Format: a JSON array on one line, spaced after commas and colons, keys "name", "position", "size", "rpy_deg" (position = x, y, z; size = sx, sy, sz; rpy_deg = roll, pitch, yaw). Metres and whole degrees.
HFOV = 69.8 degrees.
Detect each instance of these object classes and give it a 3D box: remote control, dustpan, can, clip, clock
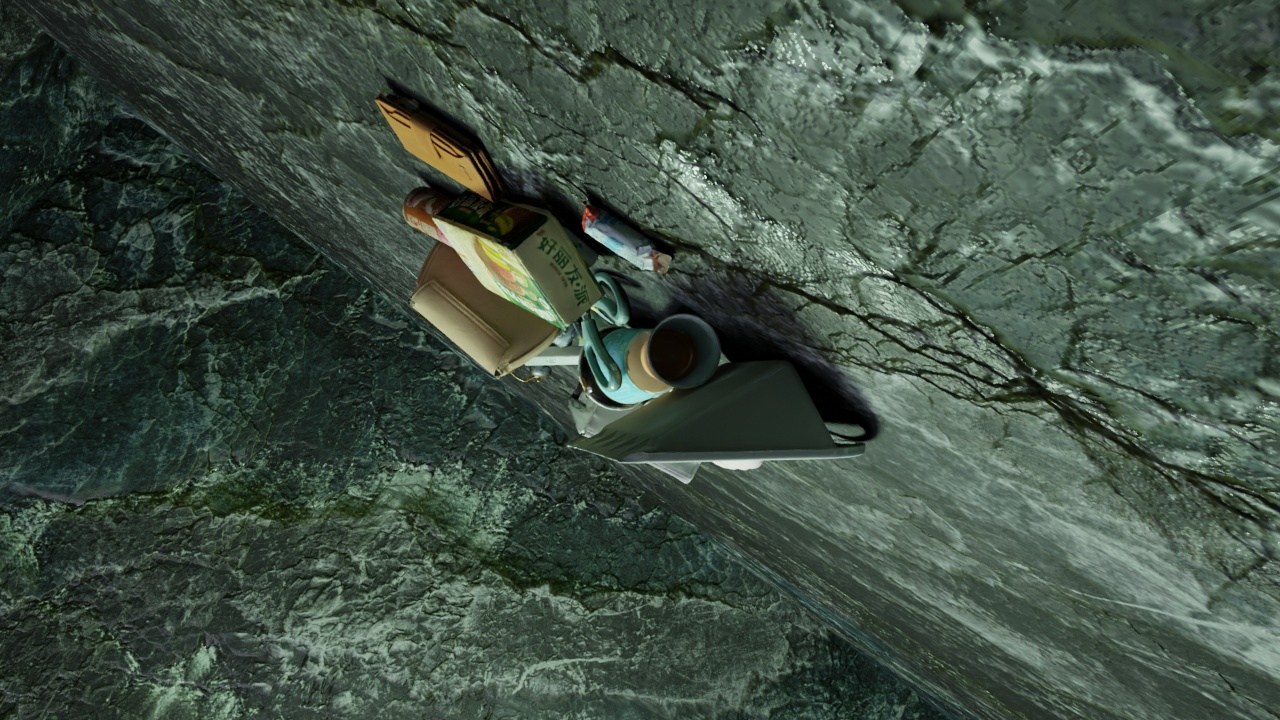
[{"name": "remote control", "position": [-0.088, -0.121, 1.048], "size": [0.056, 0.020, 0.136], "rpy_deg": [39, 168, -14]}, {"name": "dustpan", "position": [0.090, 0.091, 0.945], "size": [0.142, 0.257, 0.223], "rpy_deg": [62, 165, -7]}, {"name": "can", "position": [-0.246, -0.180, 1.191], "size": [0.147, 0.058, 0.058], "rpy_deg": [28, 166, 37]}, {"name": "remote control", "position": [-0.106, -0.008, 1.365], "size": [0.135, 0.019, 0.056], "rpy_deg": [-2, 167, -6]}, {"name": "clip", "position": [0.030, 0.046, 1.174], "size": [0.089, 0.034, 0.104], "rpy_deg": [33, 140, 26]}, {"name": "clock", "position": [-0.157, -0.021, 1.422], "size": [0.082, 0.121, 0.055], "rpy_deg": [37, 156, -2]}]

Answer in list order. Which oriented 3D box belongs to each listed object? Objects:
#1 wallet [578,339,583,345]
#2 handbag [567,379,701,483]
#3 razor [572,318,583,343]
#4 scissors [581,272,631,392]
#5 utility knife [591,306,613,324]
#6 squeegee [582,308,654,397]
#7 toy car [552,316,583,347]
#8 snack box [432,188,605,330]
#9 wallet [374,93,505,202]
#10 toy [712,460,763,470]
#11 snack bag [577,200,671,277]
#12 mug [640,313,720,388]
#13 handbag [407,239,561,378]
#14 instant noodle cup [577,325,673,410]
[{"name": "wallet", "position": [-0.055, 0.002, 1.464], "size": [0.097, 0.019, 0.121], "rpy_deg": [34, 167, 4]}, {"name": "handbag", "position": [-0.005, 0.097, 1.420], "size": [0.197, 0.098, 0.145], "rpy_deg": [28, 179, -21]}, {"name": "razor", "position": [-0.079, -0.036, 1.280], "size": [0.022, 0.042, 0.143], "rpy_deg": [19, 159, 27]}, {"name": "scissors", "position": [-0.049, -0.058, 1.071], "size": [0.174, 0.019, 0.177], "rpy_deg": [67, 152, 26]}, {"name": "utility knife", "position": [-0.099, -0.104, 1.183], "size": [0.175, 0.019, 0.031], "rpy_deg": [36, 176, -19]}, {"name": "squeegee", "position": [-0.010, 0.005, 1.280], "size": [0.246, 0.039, 0.247], "rpy_deg": [44, 167, -31]}, {"name": "toy car", "position": [-0.131, -0.058, 1.349], "size": [0.037, 0.054, 0.121], "rpy_deg": [42, 168, -38]}, {"name": "snack box", "position": [-0.143, -0.119, 1.031], "size": [0.240, 0.063, 0.114], "rpy_deg": [26, 155, 55]}, {"name": "wallet", "position": [-0.211, -0.227, 0.975], "size": [0.132, 0.031, 0.108], "rpy_deg": [32, 170, 15]}, {"name": "toy", "position": [0.097, 0.080, 1.201], "size": [0.121, 0.054, 0.159], "rpy_deg": [-10, 123, 54]}, {"name": "snack bag", "position": [-0.017, -0.113, 0.853], "size": [0.105, 0.026, 0.045], "rpy_deg": [34, 160, 8]}, {"name": "mug", "position": [0.037, -0.008, 1.008], "size": [0.078, 0.078, 0.123], "rpy_deg": [38, 174, -6]}, {"name": "handbag", "position": [-0.209, -0.079, 1.259], "size": [0.204, 0.147, 0.100], "rpy_deg": [40, 168, 3]}, {"name": "instant noodle cup", "position": [-0.007, 0.007, 1.133], "size": [0.111, 0.111, 0.121], "rpy_deg": [40, 163, -17]}]
